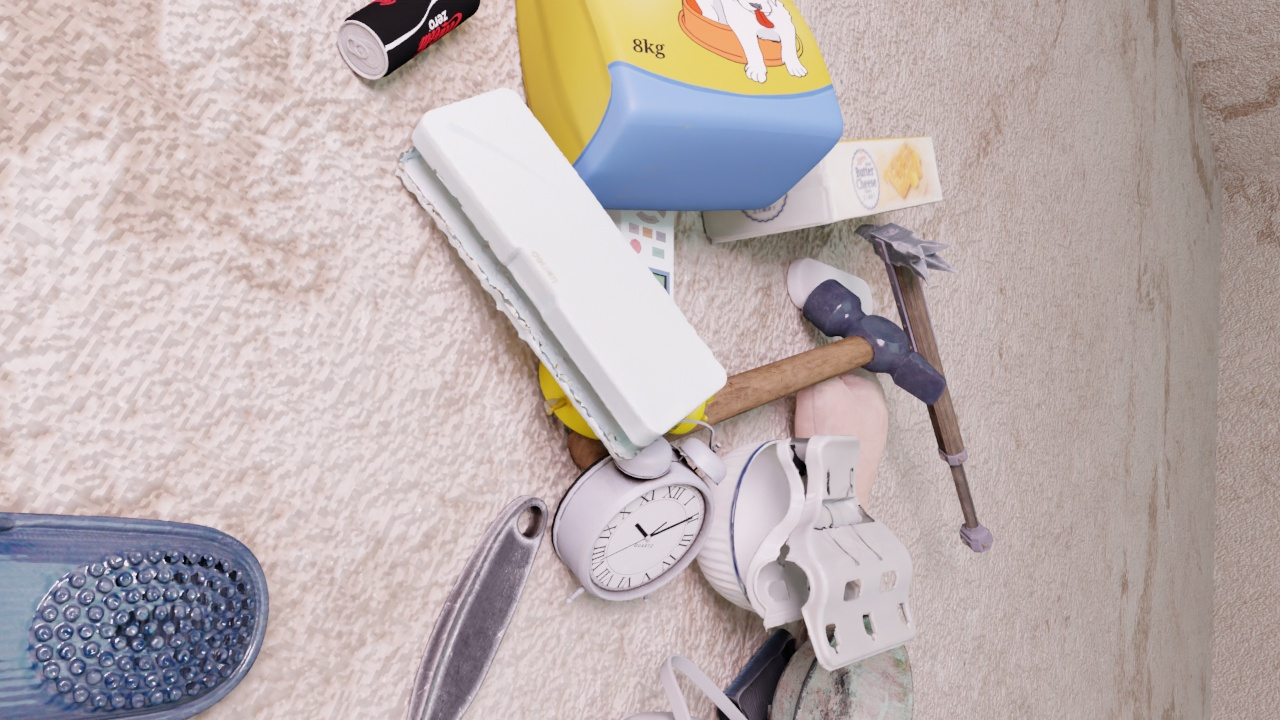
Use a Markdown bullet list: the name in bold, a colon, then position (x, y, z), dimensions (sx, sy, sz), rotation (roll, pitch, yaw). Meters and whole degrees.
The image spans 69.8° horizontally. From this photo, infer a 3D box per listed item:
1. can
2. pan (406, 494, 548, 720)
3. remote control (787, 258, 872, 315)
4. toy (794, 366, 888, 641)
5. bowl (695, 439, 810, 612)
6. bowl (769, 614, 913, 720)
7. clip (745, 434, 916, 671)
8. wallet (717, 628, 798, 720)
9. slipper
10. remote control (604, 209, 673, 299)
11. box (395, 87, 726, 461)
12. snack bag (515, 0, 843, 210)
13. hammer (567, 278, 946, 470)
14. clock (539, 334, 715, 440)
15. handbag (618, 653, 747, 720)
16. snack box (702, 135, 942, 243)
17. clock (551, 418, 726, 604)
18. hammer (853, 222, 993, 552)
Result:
- **can**: position (-0.116, -0.174, 0.465), dimensions (0.080, 0.032, 0.031), rotation (-54, 125, -38)
- **pan**: position (-0.117, 0.215, 0.419), dimensions (0.187, 0.055, 0.355), rotation (50, 55, -34)
- **remote control**: position (0.169, -0.059, 0.809), dimensions (0.136, 0.013, 0.043), rotation (10, 78, -49)
- **toy**: position (0.178, 0.128, 0.763), dimensions (0.195, 0.065, 0.264), rotation (-15, 100, -47)
- **bowl**: position (0.072, 0.114, 0.636), dimensions (0.118, 0.062, 0.118), rotation (6, 82, -49)
- **bowl**: position (0.142, 0.261, 0.668), dimensions (0.157, 0.039, 0.157), rotation (-1, 91, -44)
- **clip**: position (0.116, 0.123, 0.609), dimensions (0.126, 0.097, 0.152), rotation (7, 59, -51)
- **wallet**: position (0.098, 0.270, 0.678), dimensions (0.089, 0.026, 0.115), rotation (-29, 109, -47)
- **slipper**: position (-0.225, 0.086, 0.271), dimensions (0.263, 0.083, 0.101), rotation (9, 77, -50)
- **remote control**: position (-0.003, -0.096, 0.597), dimensions (0.049, 0.024, 0.143), rotation (9, 79, -45)
- **box**: position (-0.037, -0.048, 0.472), dimensions (0.083, 0.066, 0.199), rotation (-38, 88, -16)
- **snack bag**: position (0.010, -0.198, 0.549), dimensions (0.158, 0.103, 0.205), rotation (-5, 69, -32)
- **hammer**: position (0.083, 0.019, 0.640), dimensions (0.320, 0.129, 0.040), rotation (-17, 139, -39)
- **clock**: position (-0.003, 0.003, 0.535), dimensions (0.118, 0.057, 0.083), rotation (4, 58, -31)
- **handbag**: position (0.046, 0.311, 0.562), dimensions (0.222, 0.096, 0.215), rotation (42, 58, -43)
- **snack box**: position (0.148, -0.136, 0.720), dimensions (0.207, 0.104, 0.057), rotation (-19, 101, -49)
- **clock**: position (0.003, 0.085, 0.529), dimensions (0.094, 0.035, 0.123), rotation (12, 114, -42)
- **hammer**: position (0.248, 0.032, 0.770), dimensions (0.028, 0.147, 0.317), rotation (-24, 113, -3)
